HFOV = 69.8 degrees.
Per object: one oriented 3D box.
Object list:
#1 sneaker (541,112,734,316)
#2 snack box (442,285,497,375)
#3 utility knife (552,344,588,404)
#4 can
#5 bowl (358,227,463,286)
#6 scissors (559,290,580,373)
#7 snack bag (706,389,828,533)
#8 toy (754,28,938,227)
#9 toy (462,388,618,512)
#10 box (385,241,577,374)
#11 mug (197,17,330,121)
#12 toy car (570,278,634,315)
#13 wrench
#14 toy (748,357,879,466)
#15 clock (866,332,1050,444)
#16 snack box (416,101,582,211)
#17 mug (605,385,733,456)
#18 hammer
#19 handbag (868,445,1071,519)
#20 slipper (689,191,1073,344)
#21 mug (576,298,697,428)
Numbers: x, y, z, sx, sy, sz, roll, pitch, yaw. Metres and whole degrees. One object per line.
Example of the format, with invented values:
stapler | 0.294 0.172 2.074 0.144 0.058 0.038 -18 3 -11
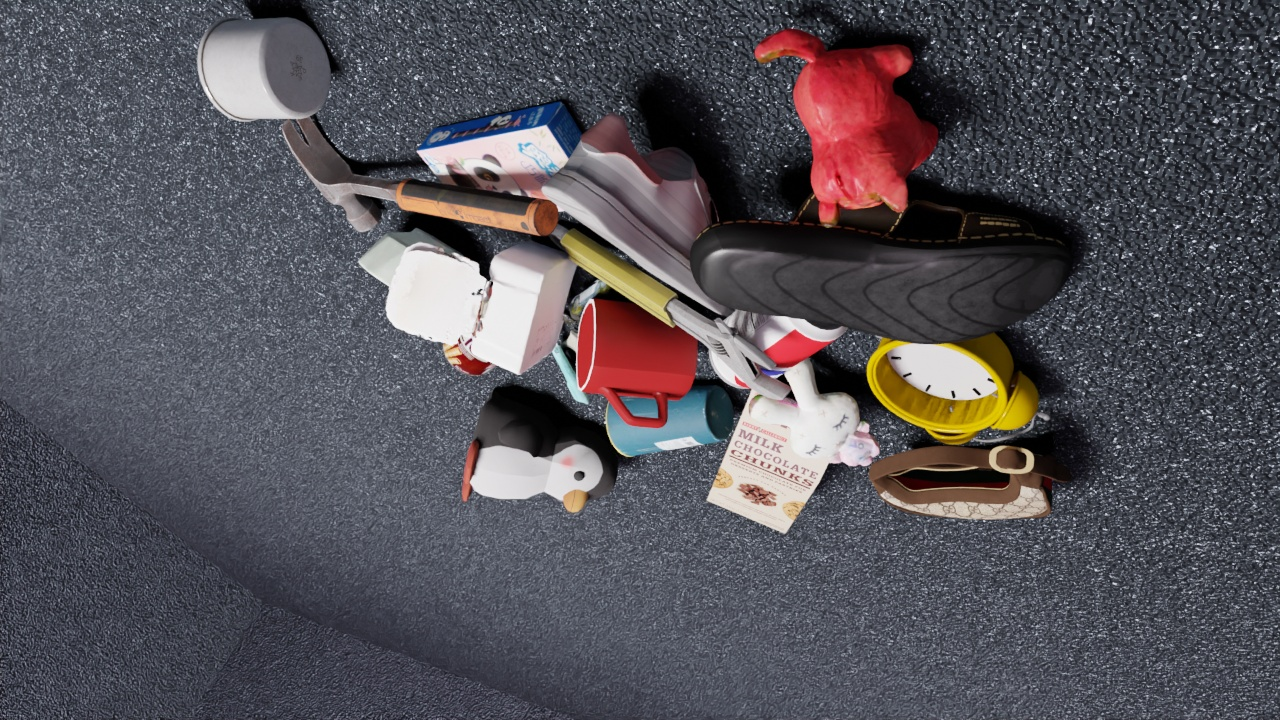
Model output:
sneaker | 0.026 -0.113 0.721 0.099 0.089 0.236 35 -177 37
snack box | -0.160 -0.031 0.979 0.072 0.072 0.122 36 151 -16
utility knife | -0.085 0.004 1.013 0.022 0.015 0.141 37 162 35
can | 0.117 -0.027 0.788 0.070 0.070 0.132 32 148 -10
bowl | -0.217 -0.094 0.924 0.117 0.061 0.117 31 -178 -1
scissors | -0.059 -0.025 0.976 0.171 0.012 0.158 32 150 -1
snack bag | 0.141 0.093 0.950 0.094 0.069 0.207 22 149 7
toy | 0.125 -0.151 0.576 0.133 0.093 0.088 42 146 -22
toy | -0.117 0.114 1.145 0.184 0.139 0.159 12 150 -6
box | -0.151 -0.056 0.845 0.132 0.151 0.107 20 112 12
mug | -0.307 -0.242 0.781 0.071 0.084 0.113 7 178 24
toy car | -0.033 -0.063 0.879 0.038 0.027 0.090 16 154 -30
wrench | 0.016 -0.050 0.791 0.273 0.018 0.084 35 165 29
toy | 0.164 0.055 0.842 0.122 0.038 0.079 36 107 0
clock | 0.262 0.018 0.771 0.152 0.051 0.114 40 146 -14
snack box | -0.108 -0.165 0.783 0.154 0.033 0.088 0 141 36
mug | 0.034 0.061 0.981 0.122 0.078 0.078 -7 136 37
hammer | -0.196 -0.154 0.806 0.315 0.034 0.138 16 151 38
handbag | 0.292 0.106 0.830 0.167 0.063 0.138 -8 159 44
slipper | 0.171 -0.076 0.671 0.268 0.075 0.113 4 140 6
mug | -0.005 0.005 0.853 0.096 0.116 0.081 6 156 -15
